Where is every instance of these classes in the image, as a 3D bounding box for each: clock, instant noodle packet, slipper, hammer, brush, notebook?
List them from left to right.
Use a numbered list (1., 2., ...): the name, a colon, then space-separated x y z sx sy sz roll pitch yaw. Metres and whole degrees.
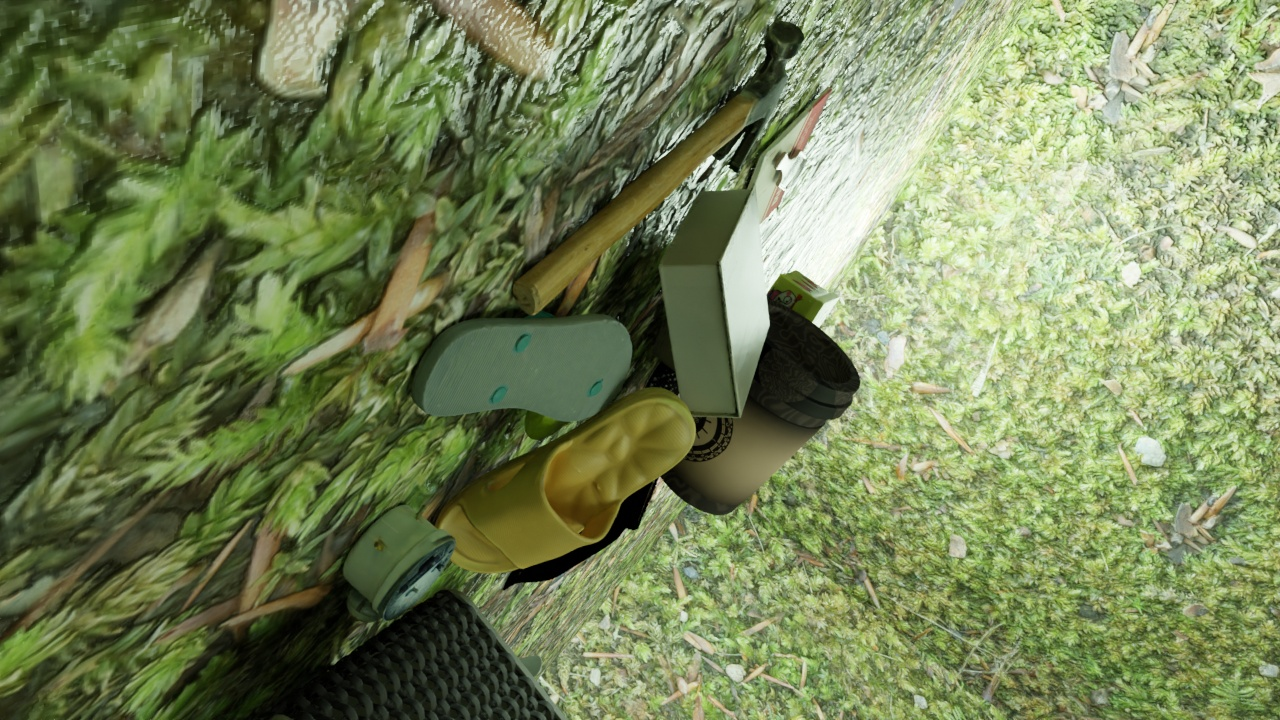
1. clock: -0.197 0.171 0.744 0.083 0.057 0.118 -41 164 -47
2. slipper: -0.085 -0.005 0.713 0.098 0.055 0.268 -58 157 12
3. slipper: -0.063 0.122 0.825 0.263 0.099 0.078 -34 -153 5
4. instant noodle packet: -0.082 0.197 1.174 0.222 0.084 0.162 -41 -169 30
5. hammer: 0.018 -0.143 0.729 0.329 0.033 0.132 -45 167 -30
6. notebook: 0.157 -0.216 1.106 0.152 0.012 0.209 -47 168 -29
7. brush: 0.177 -0.226 1.082 0.050 0.015 0.135 -57 169 13

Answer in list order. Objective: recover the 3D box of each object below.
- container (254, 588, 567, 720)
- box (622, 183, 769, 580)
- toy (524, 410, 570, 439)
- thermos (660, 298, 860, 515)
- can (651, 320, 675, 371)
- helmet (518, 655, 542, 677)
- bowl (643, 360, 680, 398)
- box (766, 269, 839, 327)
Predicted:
1. container: -0.207 0.365 0.728 0.248 0.245 0.243 -40 178 20
2. box: 0.062 0.040 0.940 0.165 0.108 0.420 -62 161 -52
3. toy: -0.064 0.019 0.853 0.118 0.043 0.092 -59 171 19
4. thermos: 0.127 0.063 1.096 0.227 0.173 0.172 -54 169 27
5. can: 0.081 -0.035 1.189 0.127 0.073 0.128 -50 168 -15
6. helmet: -0.233 0.393 1.001 0.227 0.154 0.268 -58 -176 1
7. bowl: 0.066 0.020 1.317 0.120 0.066 0.120 -50 168 -15
8. box: 0.167 -0.011 1.217 0.221 0.079 0.124 -55 168 17
